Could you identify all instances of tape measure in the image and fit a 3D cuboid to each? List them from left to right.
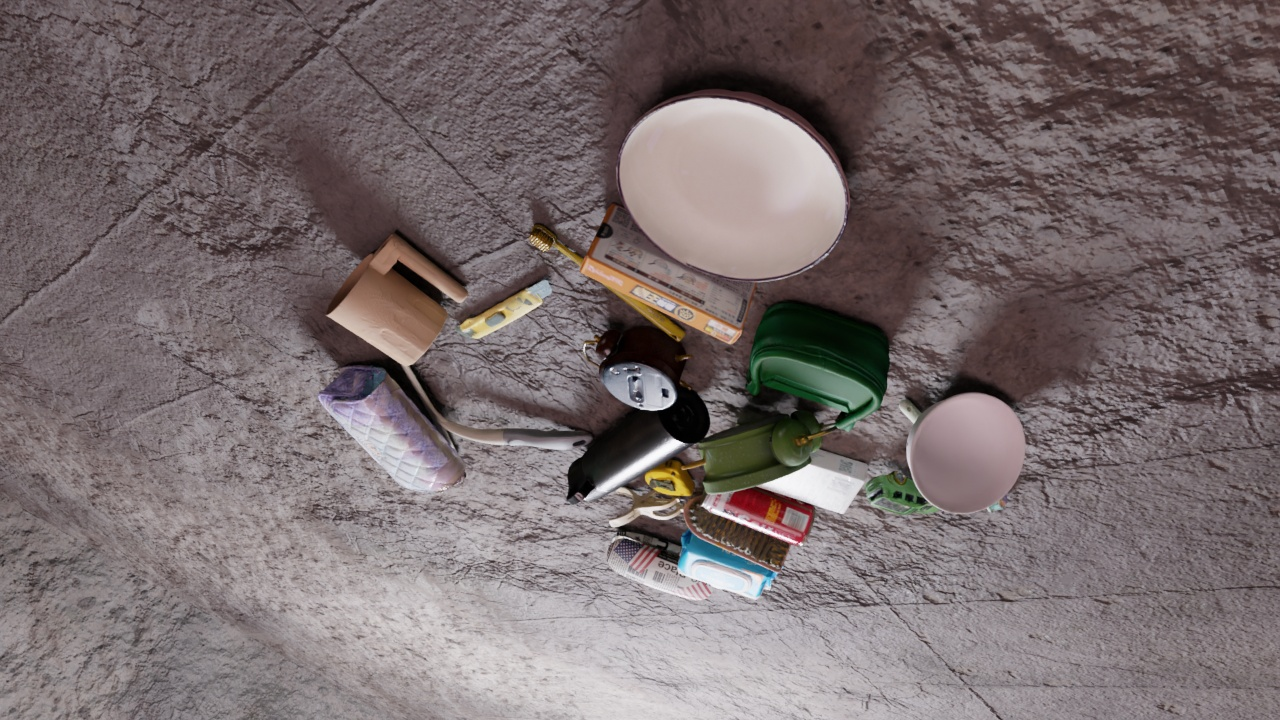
[{"bbox_3d":[0.034,0.150,1.164,0.057,0.028,0.060,-2,138,30],"label":"tape measure"}]

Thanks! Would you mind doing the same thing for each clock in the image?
[{"bbox_3d":[-0.006,0.006,0.974,0.122,0.055,0.082,13,144,13],"label":"clock"},{"bbox_3d":[0.132,0.092,0.963,0.161,0.116,0.056,-18,90,22],"label":"clock"}]

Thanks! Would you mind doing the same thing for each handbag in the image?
[{"bbox_3d":[-0.331,0.094,1.223,0.134,0.075,0.194,2,138,41],"label":"handbag"},{"bbox_3d":[0.168,0.012,0.882,0.131,0.067,0.120,18,145,5],"label":"handbag"}]

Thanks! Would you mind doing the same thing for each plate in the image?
[{"bbox_3d":[0.076,-0.144,0.749,0.192,0.038,0.193,14,144,10],"label":"plate"}]

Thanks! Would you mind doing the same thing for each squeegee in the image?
[{"bbox_3d":[-0.181,0.093,1.191,0.247,0.039,0.247,8,143,17],"label":"squeegee"}]

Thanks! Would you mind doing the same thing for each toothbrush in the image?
[{"bbox_3d":[-0.032,-0.074,0.915,0.190,0.016,0.016,35,143,-19],"label":"toothbrush"},{"bbox_3d":[0.327,0.099,0.957,0.189,0.029,0.020,42,180,-24],"label":"toothbrush"}]

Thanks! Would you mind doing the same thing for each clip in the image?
[{"bbox_3d":[0.008,0.193,1.222,0.097,0.060,0.034,-3,139,14],"label":"clip"}]

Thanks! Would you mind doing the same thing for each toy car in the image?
[{"bbox_3d":[0.295,0.151,1.019,0.091,0.036,0.043,13,145,-14],"label":"toy car"}]

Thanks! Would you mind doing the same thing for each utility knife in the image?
[{"bbox_3d":[-0.149,-0.055,1.007,0.031,0.019,0.178,35,138,-28],"label":"utility knife"}]

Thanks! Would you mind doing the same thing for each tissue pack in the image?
[{"bbox_3d":[0.119,0.272,1.250,0.140,0.063,0.090,18,144,6],"label":"tissue pack"}]

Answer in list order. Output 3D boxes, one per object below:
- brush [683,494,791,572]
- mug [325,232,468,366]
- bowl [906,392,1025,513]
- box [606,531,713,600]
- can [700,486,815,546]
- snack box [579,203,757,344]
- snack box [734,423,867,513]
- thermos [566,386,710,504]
[{"bbox_3d":[0.123,0.217,1.183,0.145,0.063,0.073,22,175,2],"label":"brush"},{"bbox_3d":[-0.264,-0.066,1.003,0.103,0.084,0.125,38,115,-24],"label":"mug"},{"bbox_3d":[0.304,0.083,0.897,0.118,0.118,0.065,31,-178,-14],"label":"bowl"},{"bbox_3d":[0.029,0.299,1.320,0.163,0.077,0.075,21,139,6],"label":"box"},{"bbox_3d":[0.143,0.180,1.125,0.133,0.053,0.053,21,145,0],"label":"can"},{"bbox_3d":[0.028,-0.079,0.827,0.153,0.075,0.026,25,144,-5],"label":"snack box"},{"bbox_3d":[0.174,0.127,1.063,0.157,0.026,0.085,18,144,5],"label":"snack box"},{"bbox_3d":[-0.015,0.115,1.090,0.068,0.089,0.243,42,141,-6],"label":"thermos"}]
